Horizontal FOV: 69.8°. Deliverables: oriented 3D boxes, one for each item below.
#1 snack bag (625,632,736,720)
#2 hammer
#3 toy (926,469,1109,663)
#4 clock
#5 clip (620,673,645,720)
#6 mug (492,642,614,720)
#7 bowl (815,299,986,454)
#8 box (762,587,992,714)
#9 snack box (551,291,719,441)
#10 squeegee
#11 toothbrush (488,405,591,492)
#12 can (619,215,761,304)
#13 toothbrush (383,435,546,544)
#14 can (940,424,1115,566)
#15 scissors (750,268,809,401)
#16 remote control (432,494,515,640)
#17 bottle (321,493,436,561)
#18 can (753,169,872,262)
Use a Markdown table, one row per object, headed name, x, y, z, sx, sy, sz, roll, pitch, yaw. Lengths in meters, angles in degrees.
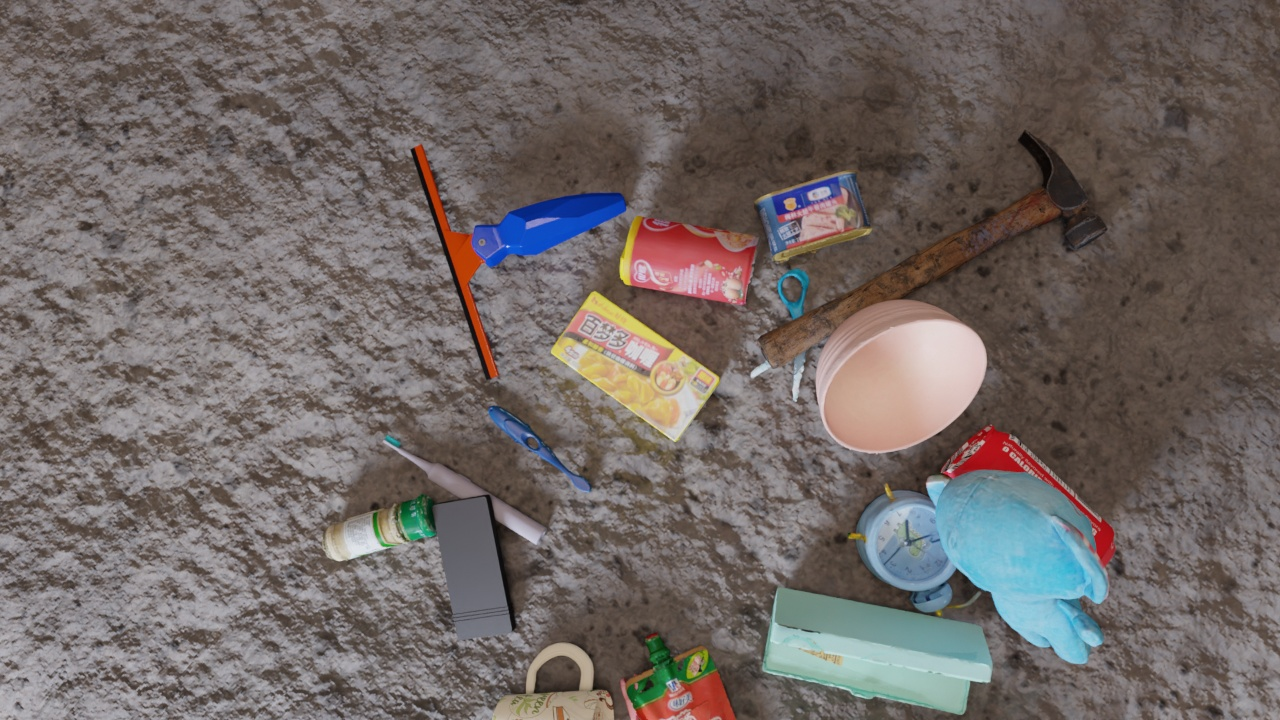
| name | x | y | z | sx | sy | sz | roll | pitch | yaw |
| --- | --- | --- | --- | --- | --- | --- | --- | --- | --- |
| snack bag | 0.041 | 0.325 | 0.843 | 0.087 | 0.044 | 0.155 | -20 | 76 | -14 |
| hammer | 0.256 | -0.091 | 0.856 | 0.330 | 0.033 | 0.120 | -28 | 77 | 0 |
| toy | 0.313 | 0.158 | 0.724 | 0.114 | 0.183 | 0.180 | -39 | 110 | -13 |
| clock | 0.253 | 0.171 | 0.825 | 0.124 | 0.051 | 0.089 | 37 | 89 | 6 |
| clip | 0.003 | 0.322 | 0.856 | 0.043 | 0.023 | 0.060 | -1 | 85 | 3 |
| mug | -0.080 | 0.323 | 0.849 | 0.097 | 0.081 | 0.121 | -1 | 63 | 14 |
| bowl | 0.220 | 0.003 | 0.817 | 0.153 | 0.153 | 0.076 | -25 | 40 | 4 |
| box | 0.206 | 0.271 | 0.821 | 0.188 | 0.077 | 0.091 | 9 | 109 | 8 |
| snack box | -0.005 | 0.005 | 0.889 | 0.152 | 0.025 | 0.075 | 35 | 89 | 9 |
| squeegee | -0.103 | -0.129 | 0.902 | 0.184 | 0.055 | 0.249 | -19 | 82 | -6 |
| toothbrush | -0.098 | 0.086 | 0.899 | 0.132 | 0.016 | 0.021 | 38 | 89 | 12 |
| can | 0.048 | -0.095 | 0.872 | 0.124 | 0.066 | 0.066 | 11 | 85 | 8 |
| toothbrush | -0.176 | 0.125 | 0.901 | 0.188 | 0.018 | 0.019 | 29 | 90 | 9 |
| can | 0.339 | 0.129 | 0.806 | 0.074 | 0.074 | 0.142 | -45 | 81 | 1 |
| scissors | 0.165 | -0.021 | 0.875 | 0.117 | 0.014 | 0.130 | 9 | 85 | 7 |
| remote control | -0.160 | 0.199 | 0.883 | 0.058 | 0.013 | 0.133 | -10 | 90 | 11 |
| bottle | -0.254 | 0.165 | 0.896 | 0.110 | 0.042 | 0.042 | -17 | 82 | 6 |
| can | 0.163 | -0.135 | 0.869 | 0.100 | 0.054 | 0.059 | -16 | 84 | 6 |
